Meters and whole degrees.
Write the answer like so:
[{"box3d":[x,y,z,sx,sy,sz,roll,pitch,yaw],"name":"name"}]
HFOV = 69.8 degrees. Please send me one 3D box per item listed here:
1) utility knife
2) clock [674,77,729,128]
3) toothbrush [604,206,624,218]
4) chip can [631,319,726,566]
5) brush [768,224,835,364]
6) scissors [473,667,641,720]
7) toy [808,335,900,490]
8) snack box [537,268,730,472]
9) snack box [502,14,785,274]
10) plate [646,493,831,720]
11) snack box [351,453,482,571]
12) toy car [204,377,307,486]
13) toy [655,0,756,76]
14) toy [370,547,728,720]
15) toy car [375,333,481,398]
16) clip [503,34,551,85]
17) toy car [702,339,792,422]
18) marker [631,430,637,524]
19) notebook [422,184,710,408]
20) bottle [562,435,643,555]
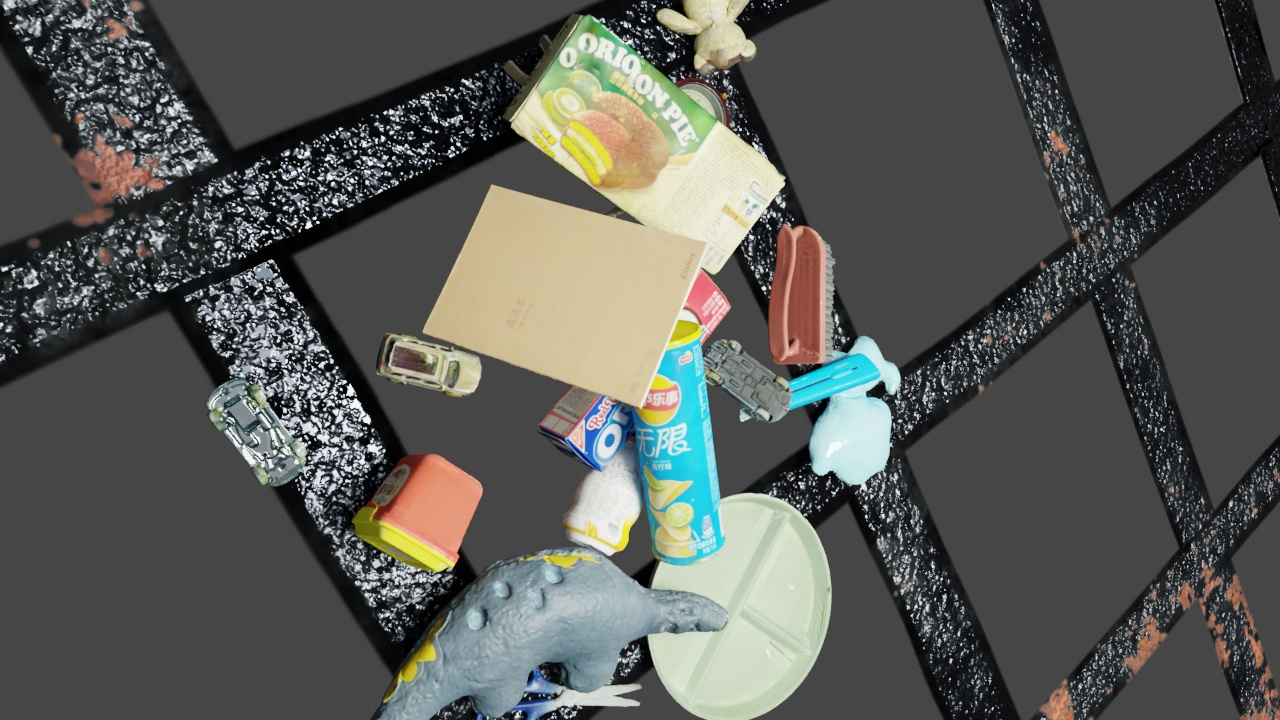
[{"box3d":[0.176,0.031,0.968,0.161,0.018,0.034,-20,73,-10],"name":"utility knife"},{"box3d":[0.031,-0.230,0.890,0.121,0.055,0.082,-5,92,-28],"name":"clock"},{"box3d":[-0.046,-0.131,0.869,0.187,0.016,0.017,-36,96,-24],"name":"toothbrush"},{"box3d":[0.030,0.073,0.812,0.071,0.071,0.210,-19,111,-28],"name":"chip can"},{"box3d":[0.165,-0.069,0.958,0.069,0.063,0.145,7,85,-42],"name":"brush"},{"box3d":[-0.072,0.300,0.849,0.173,0.012,0.126,-21,99,-29],"name":"scissors"},{"box3d":[0.235,0.062,1.004,0.161,0.050,0.156,-22,89,-28],"name":"toy"},{"box3d":[-0.005,0.005,0.853,0.207,0.058,0.057,-51,122,-14],"name":"snack box"},{"box3d":[0.005,-0.189,0.822,0.240,0.063,0.114,32,99,-25],"name":"snack box"},{"box3d":[0.101,0.250,0.937,0.229,0.028,0.230,1,88,-30],"name":"plate"},{"box3d":[-0.178,0.123,0.749,0.082,0.091,0.080,39,64,-23],"name":"snack box"},{"box3d":[-0.299,0.056,0.712,0.042,0.034,0.090,-41,110,-26],"name":"toy car"},{"box3d":[0.063,-0.366,0.913,0.105,0.066,0.157,-17,94,4],"name":"toy"},{"box3d":[-0.082,0.234,0.795,0.355,0.092,0.138,-10,88,-27],"name":"toy"},{"box3d":[-0.177,0.005,0.782,0.090,0.035,0.042,17,83,-31],"name":"toy car"},{"box3d":[-0.077,-0.244,0.843,0.070,0.035,0.100,-43,105,-22],"name":"clip"},{"box3d":[0.107,0.022,0.939,0.105,0.031,0.048,37,74,-8],"name":"toy car"},{"box3d":[-0.006,0.096,0.888,0.018,0.015,0.123,11,81,-30],"name":"marker"},{"box3d":[-0.065,-0.059,0.775,0.149,0.212,0.012,-67,160,-13],"name":"notebook"},{"box3d":[-0.027,0.122,0.847,0.063,0.063,0.108,31,74,-25],"name":"bottle"}]
